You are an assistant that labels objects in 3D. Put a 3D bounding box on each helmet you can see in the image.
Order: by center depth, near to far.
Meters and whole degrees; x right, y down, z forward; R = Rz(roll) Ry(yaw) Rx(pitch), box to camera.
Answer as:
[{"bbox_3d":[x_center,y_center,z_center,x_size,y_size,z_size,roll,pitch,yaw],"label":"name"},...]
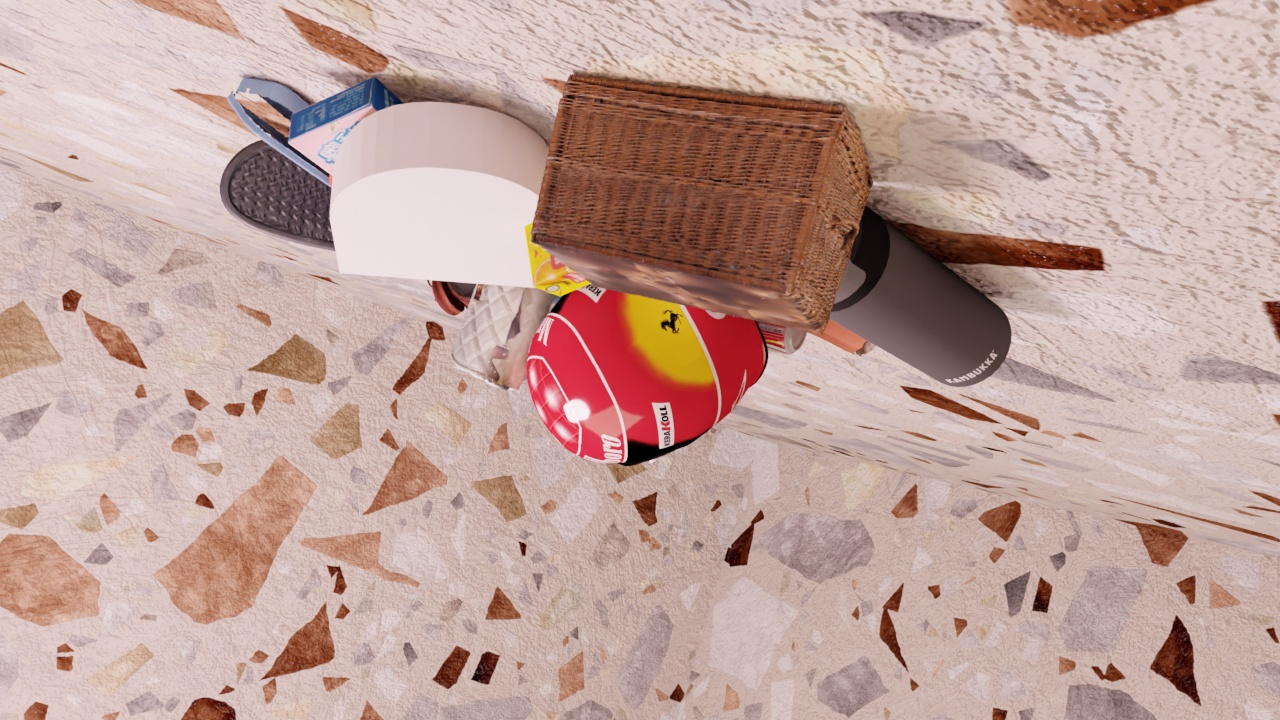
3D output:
[{"bbox_3d":[-0.006,0.006,0.952,0.197,0.224,0.271,61,165,8],"label":"helmet"}]

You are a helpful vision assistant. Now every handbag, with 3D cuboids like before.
[{"bbox_3d":[-0.145,-0.068,1.007,0.072,0.194,0.139,21,175,-30],"label":"handbag"}]

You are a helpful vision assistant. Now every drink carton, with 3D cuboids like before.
[{"bbox_3d":[-0.029,-0.102,0.734,0.135,0.058,0.043,-20,159,28],"label":"drink carton"}]

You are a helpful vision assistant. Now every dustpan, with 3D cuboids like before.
[{"bbox_3d":[-0.168,-0.136,0.801,0.191,0.053,0.258,3,166,-14],"label":"dustpan"}]

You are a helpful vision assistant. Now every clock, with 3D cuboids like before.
[{"bbox_3d":[-0.196,-0.109,1.150,0.158,0.120,0.072,6,163,23],"label":"clock"}]

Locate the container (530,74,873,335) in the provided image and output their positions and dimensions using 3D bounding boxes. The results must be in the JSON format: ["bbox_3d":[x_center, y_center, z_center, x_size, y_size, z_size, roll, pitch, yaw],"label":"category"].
[{"bbox_3d":[0.040,-0.099,0.593,0.199,0.112,0.113,13,173,24],"label":"container"}]

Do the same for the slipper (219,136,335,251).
[{"bbox_3d":[-0.331,-0.179,1.041,0.267,0.111,0.083,15,-168,-30],"label":"slipper"}]

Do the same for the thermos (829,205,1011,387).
[{"bbox_3d":[0.199,-0.051,0.718,0.240,0.082,0.082,23,172,-41],"label":"thermos"}]

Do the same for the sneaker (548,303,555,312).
[{"bbox_3d":[-0.083,-0.080,1.345,0.242,0.090,0.090,-2,141,9],"label":"sneaker"}]

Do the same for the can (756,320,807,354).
[{"bbox_3d":[0.131,-0.047,1.032,0.105,0.064,0.064,14,173,28],"label":"can"}]

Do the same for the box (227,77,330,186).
[{"bbox_3d":[-0.318,-0.197,0.904,0.068,0.059,0.210,16,168,24],"label":"box"}]

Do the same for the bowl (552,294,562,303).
[{"bbox_3d":[-0.117,-0.108,1.223,0.110,0.055,0.110,18,174,2],"label":"bowl"}]

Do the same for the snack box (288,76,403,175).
[{"bbox_3d":[-0.212,-0.170,0.784,0.088,0.033,0.154,-15,153,21],"label":"snack box"}]

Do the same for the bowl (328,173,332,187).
[{"bbox_3d":[-0.231,-0.178,0.891,0.130,0.045,0.131,7,162,2],"label":"bowl"}]

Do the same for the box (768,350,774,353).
[{"bbox_3d":[0.088,-0.033,1.268,0.230,0.035,0.160,23,157,-36],"label":"box"}]

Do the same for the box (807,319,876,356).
[{"bbox_3d":[0.172,-0.051,0.972,0.188,0.056,0.063,23,-152,-33],"label":"box"}]
